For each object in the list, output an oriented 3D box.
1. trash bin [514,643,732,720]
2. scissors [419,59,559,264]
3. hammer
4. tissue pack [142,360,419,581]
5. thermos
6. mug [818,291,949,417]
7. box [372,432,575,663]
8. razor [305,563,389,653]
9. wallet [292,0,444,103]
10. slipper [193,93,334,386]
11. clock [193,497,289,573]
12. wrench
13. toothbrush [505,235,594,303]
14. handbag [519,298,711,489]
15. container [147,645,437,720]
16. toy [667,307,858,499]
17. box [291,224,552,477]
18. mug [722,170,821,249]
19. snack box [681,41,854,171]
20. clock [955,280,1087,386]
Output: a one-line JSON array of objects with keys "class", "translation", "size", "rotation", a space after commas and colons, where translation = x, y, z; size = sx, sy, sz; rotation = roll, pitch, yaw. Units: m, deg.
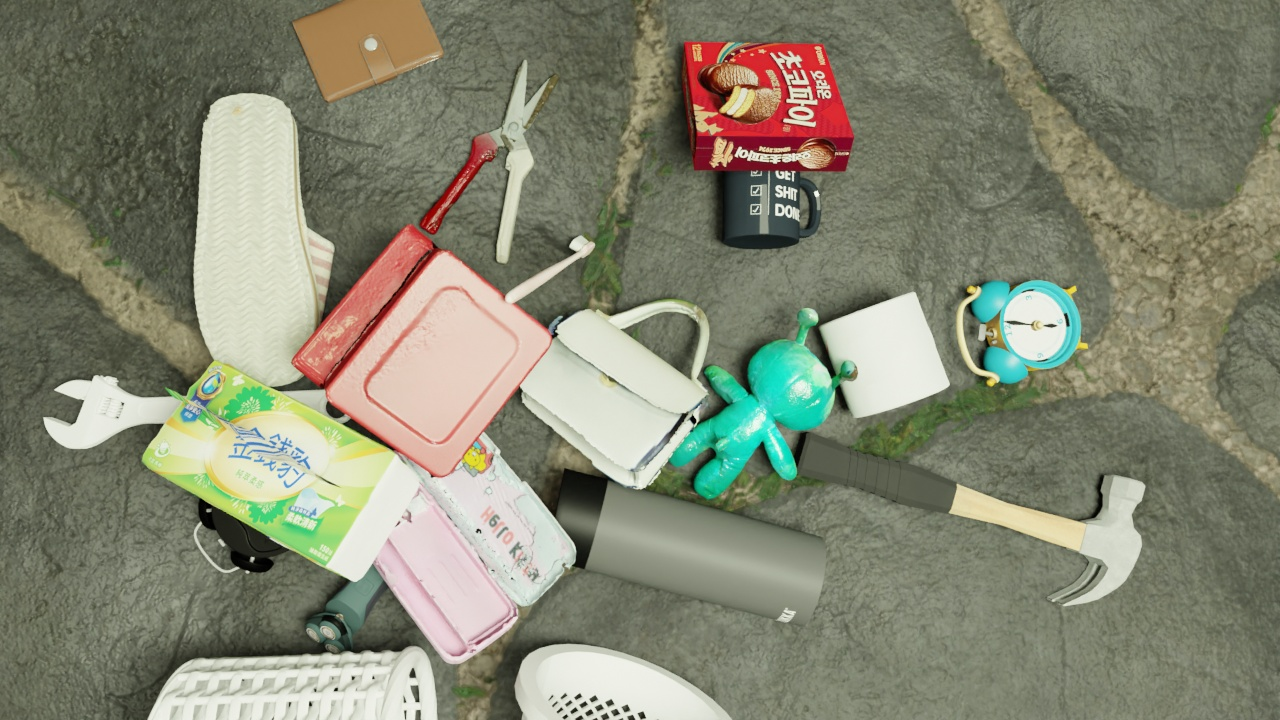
[{"class": "trash bin", "translation": [-0.040, 0.377, 0.764], "size": [0.195, 0.195, 0.199], "rotation": [19, 95, -2]}, {"class": "scissors", "translation": [-0.137, -0.183, 0.870], "size": [0.185, 0.015, 0.179], "rotation": [-21, 86, -4]}, {"class": "hammer", "translation": [0.305, 0.134, 0.863], "size": [0.328, 0.039, 0.131], "rotation": [17, 87, -1]}, {"class": "tissue pack", "translation": [-0.294, 0.078, 0.727], "size": [0.198, 0.141, 0.120], "rotation": [19, 69, 11]}, {"class": "thermos", "translation": [0.037, 0.167, 0.823], "size": [0.240, 0.082, 0.082], "rotation": [15, 85, -2]}, {"class": "mug", "translation": [0.233, -0.009, 0.848], "size": [0.121, 0.091, 0.090], "rotation": [-18, 87, -37]}, {"class": "box", "translation": [-0.164, 0.145, 0.800], "size": [0.153, 0.067, 0.201], "rotation": [-39, 68, -11]}, {"class": "razor", "translation": [-0.242, 0.197, 0.828], "size": [0.047, 0.052, 0.142], "rotation": [36, 76, 0]}, {"class": "wallet", "translation": [-0.259, -0.306, 0.872], "size": [0.121, 0.013, 0.087], "rotation": [-24, 88, -4]}, {"class": "slipper", "translation": [-0.342, -0.107, 0.836], "size": [0.115, 0.052, 0.263], "rotation": [-4, 90, -5]}, {"class": "clock", "translation": [-0.343, 0.137, 0.824], "size": [0.120, 0.042, 0.091], "rotation": [-39, 89, -5]}, {"class": "wrench", "translation": [-0.401, 0.045, 0.841], "size": [0.273, 0.018, 0.066], "rotation": [-1, 87, -4]}, {"class": "toothbrush", "translation": [-0.078, -0.080, 0.796], "size": [0.018, 0.180, 0.016], "rotation": [35, 117, 3]}, {"class": "handbag", "translation": [-0.005, 0.005, 0.822], "size": [0.151, 0.074, 0.175], "rotation": [38, 70, 16]}, {"class": "container", "translation": [-0.274, 0.333, 0.743], "size": [0.187, 0.189, 0.189], "rotation": [-1, 86, -2]}, {"class": "toy", "translation": [0.109, 0.046, 0.833], "size": [0.193, 0.072, 0.130], "rotation": [-43, 78, 10]}, {"class": "box", "translation": [-0.181, -0.006, 0.784], "size": [0.170, 0.156, 0.156], "rotation": [39, 86, 1]}, {"class": "mug", "translation": [0.127, -0.147, 0.861], "size": [0.105, 0.071, 0.077], "rotation": [3, 86, -30]}, {"class": "snack box", "translation": [0.110, -0.233, 0.832], "size": [0.132, 0.036, 0.151], "rotation": [0, 48, -3]}, {"class": "clock", "translation": [0.362, -0.030, 0.875], "size": [0.129, 0.044, 0.099], "rotation": [-10, 87, -11]}]
